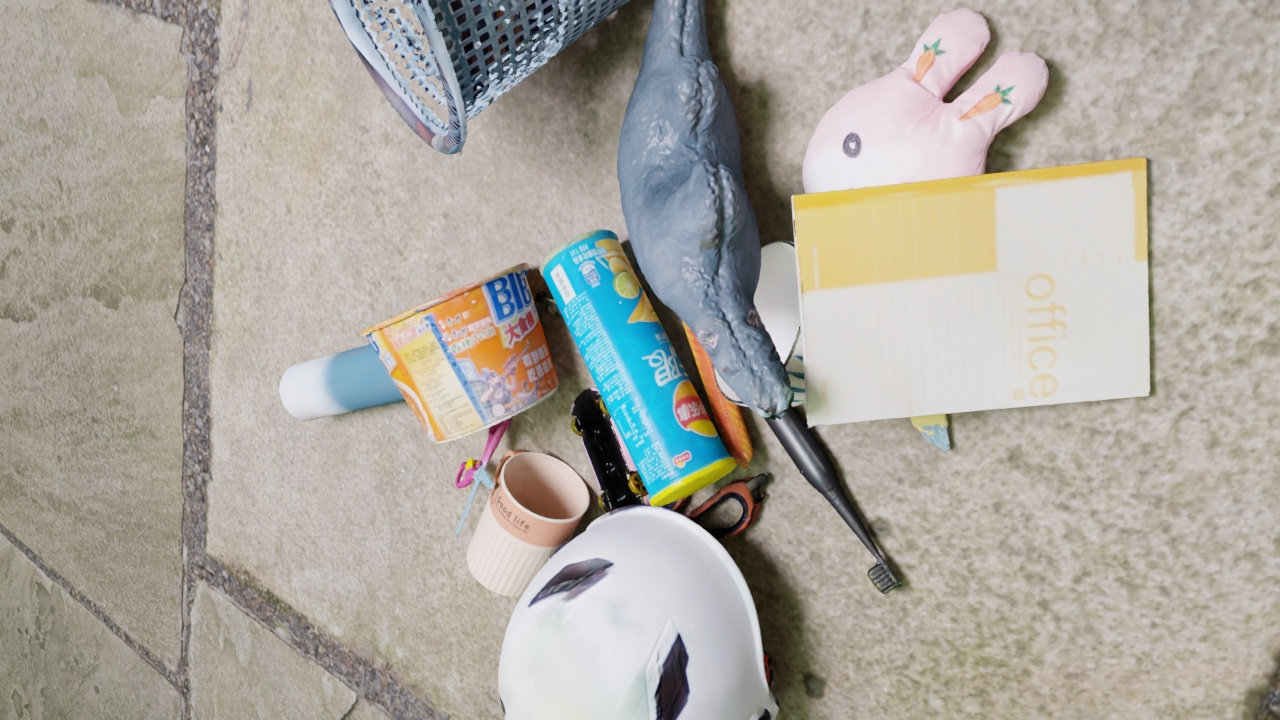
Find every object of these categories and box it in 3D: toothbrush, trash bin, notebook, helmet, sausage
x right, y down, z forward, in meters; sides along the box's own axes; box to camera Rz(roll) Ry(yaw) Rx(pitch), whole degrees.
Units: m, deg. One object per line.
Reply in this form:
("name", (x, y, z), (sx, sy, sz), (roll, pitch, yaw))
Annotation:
("toothbrush", (-0.021, -0.008, 0.769), (0.186, 0.017, 0.012), (36, 87, 22))
("toothbrush", (0.129, 0.079, 0.684), (0.027, 0.026, 0.212), (-32, 82, -5))
("trash bin", (-0.103, -0.285, 0.622), (0.226, 0.194, 0.227), (50, 162, 23))
("notebook", (0.200, -0.039, 0.556), (0.206, 0.010, 0.146), (-5, 100, 5))
("helmet", (-0.025, 0.251, 0.722), (0.229, 0.145, 0.259), (40, 131, 25))
("sausage", (0.056, 0.008, 0.711), (0.022, 0.021, 0.165), (-22, 83, 36))

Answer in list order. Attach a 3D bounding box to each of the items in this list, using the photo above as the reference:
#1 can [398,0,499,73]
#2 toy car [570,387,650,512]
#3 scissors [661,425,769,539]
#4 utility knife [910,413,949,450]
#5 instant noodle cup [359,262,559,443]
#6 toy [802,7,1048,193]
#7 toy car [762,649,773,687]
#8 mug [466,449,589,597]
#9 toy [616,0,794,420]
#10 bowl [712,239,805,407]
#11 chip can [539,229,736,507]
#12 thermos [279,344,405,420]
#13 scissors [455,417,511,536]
("can", (-0.155, -0.298, 0.762), (0.147, 0.058, 0.058), (42, 121, 18))
("toy car", (-0.020, 0.079, 0.779), (0.056, 0.037, 0.122), (-37, 69, 43))
("scissors", (0.034, 0.151, 0.773), (0.194, 0.015, 0.206), (3, 103, 33))
("utility knife", (0.191, -0.017, 0.628), (0.031, 0.018, 0.163), (-6, 102, 37))
("instant noodle cup", (-0.145, -0.004, 0.782), (0.152, 0.151, 0.111), (-17, 100, 36))
("toy", (0.174, -0.141, 0.583), (0.121, 0.054, 0.160), (48, 117, 25))
("toy car", (0.061, 0.246, 0.771), (0.106, 0.031, 0.049), (22, 114, 26))
("mug", (-0.109, 0.139, 0.835), (0.106, 0.081, 0.114), (-62, 40, 30))
("toy", (0.038, -0.118, 0.631), (0.138, 0.091, 0.355), (131, 133, -61))
("bowl", (0.107, -0.019, 0.637), (0.117, 0.066, 0.116), (-47, 35, 48))
("chip can", (-0.004, 0.004, 0.712), (0.071, 0.071, 0.210), (-37, 71, 35))
("thermos", (-0.272, 0.014, 0.916), (0.221, 0.070, 0.070), (-12, 95, 36))
("scissors", (-0.145, 0.096, 0.844), (0.135, 0.017, 0.133), (-64, 20, -5))
